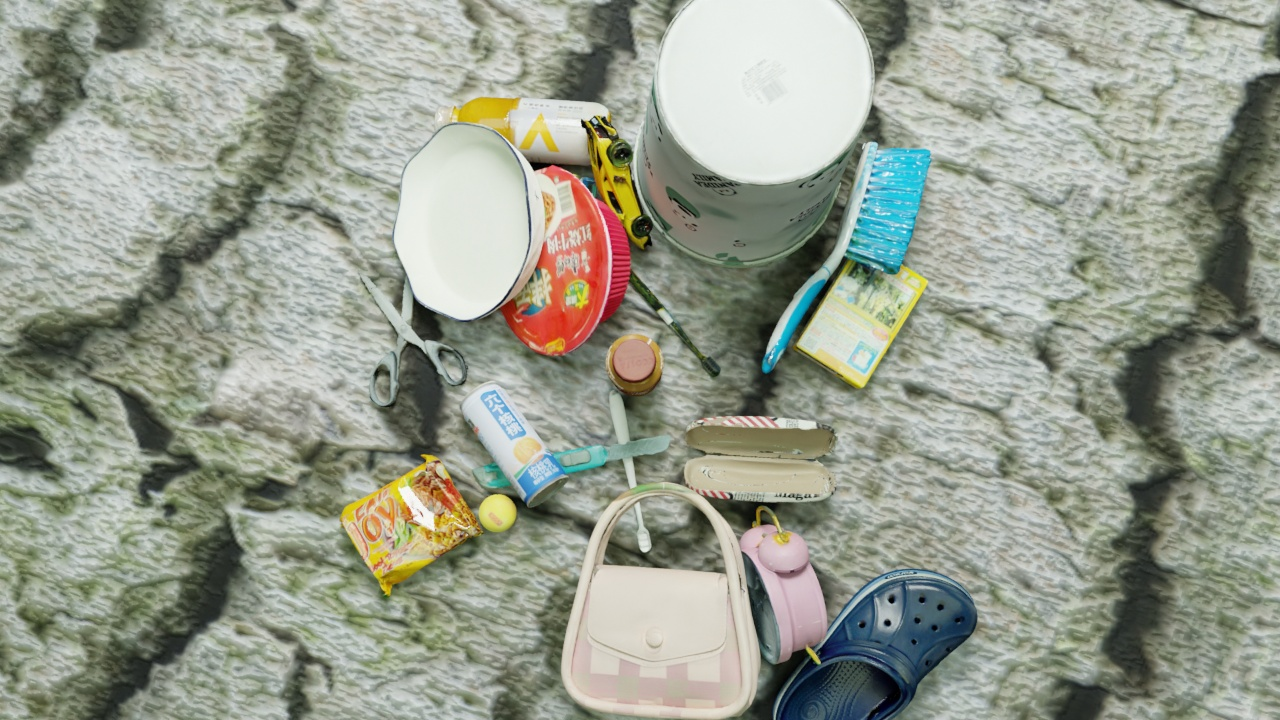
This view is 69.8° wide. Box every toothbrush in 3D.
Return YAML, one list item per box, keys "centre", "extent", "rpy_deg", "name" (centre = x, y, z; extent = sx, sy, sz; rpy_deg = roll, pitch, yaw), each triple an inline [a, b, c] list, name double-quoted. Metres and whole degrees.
- centre: [-0.012, 0.120, 1.001]
  extent: [0.016, 0.016, 0.180]
  rpy_deg: [-12, 86, 3]
  name: "toothbrush"
- centre: [0.025, -0.054, 1.012]
  extent: [0.012, 0.017, 0.186]
  rpy_deg: [-40, 86, -15]
  name: "toothbrush"

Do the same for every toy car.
- centre: [-0.023, -0.183, 0.963]
  extent: [0.041, 0.071, 0.156]
  rpy_deg: [-23, 125, -4]
  name: "toy car"

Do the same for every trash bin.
- centre: [0.103, -0.226, 0.877]
  extent: [0.229, 0.252, 0.229]
  rpy_deg: [0, 86, 2]
  name: "trash bin"

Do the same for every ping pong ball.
- centre: [-0.154, 0.165, 0.988]
  extent: [0.040, 0.040, 0.040]
  rpy_deg: [0, 86, 1]
  name: "ping pong ball"

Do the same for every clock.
- centre: [0.141, 0.228, 0.945]
  extent: [0.059, 0.117, 0.158]
  rpy_deg: [-13, 88, -11]
  name: "clock"

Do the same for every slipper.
- centre: [0.238, 0.314, 0.949]
  extent: [0.253, 0.095, 0.105]
  rpy_deg: [-42, 89, 1]
  name: "slipper"

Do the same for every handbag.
- centre: [0.023, 0.240, 0.935]
  extent: [0.193, 0.093, 0.234]
  rpy_deg: [0, 89, 13]
  name: "handbag"

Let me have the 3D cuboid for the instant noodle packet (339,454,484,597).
- centre: [-0.251, 0.176, 0.988]
  extent: [0.128, 0.044, 0.110]
  rpy_deg: [-33, 82, -1]
  name: "instant noodle packet"

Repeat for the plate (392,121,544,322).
- centre: [-0.178, -0.143, 0.961]
  extent: [0.205, 0.045, 0.205]
  rpy_deg: [3, 96, 36]
  name: "plate"

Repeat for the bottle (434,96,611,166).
- centre: [-0.128, -0.252, 1.002]
  extent: [0.189, 0.068, 0.068]
  rpy_deg: [4, 86, 1]
  name: "bottle"

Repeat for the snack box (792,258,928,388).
- centre: [0.239, -0.050, 1.002]
  extent: [0.087, 0.034, 0.140]
  rpy_deg: [32, 88, 3]
  name: "snack box"

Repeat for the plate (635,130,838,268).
- centre: [0.108, -0.218, 1.017]
  extent: [0.230, 0.027, 0.230]
  rpy_deg: [0, 86, 1]
  name: "plate"

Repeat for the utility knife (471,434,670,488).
- centre: [-0.075, 0.108, 0.998]
  extent: [0.222, 0.013, 0.029]
  rpy_deg: [-12, 83, 4]
  name: "utility knife"

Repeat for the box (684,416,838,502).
- centre: [0.128, 0.110, 0.971]
  extent: [0.162, 0.076, 0.087]
  rpy_deg: [2, 59, -1]
  name: "box"

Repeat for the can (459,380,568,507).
- centre: [-0.136, 0.088, 0.975]
  extent: [0.053, 0.053, 0.134]
  rpy_deg: [-38, 75, -2]
  name: "can"

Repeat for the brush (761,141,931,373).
- centre: [0.218, -0.106, 0.951]
  extent: [0.109, 0.061, 0.313]
  rpy_deg: [19, 66, 4]
  name: "brush"

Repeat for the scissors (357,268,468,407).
- centre: [-0.258, -0.030, 1.016]
  extent: [0.159, 0.014, 0.181]
  rpy_deg: [20, 86, 2]
  name: "scissors"

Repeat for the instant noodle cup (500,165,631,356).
- centre: [-0.076, -0.104, 0.957]
  extent: [0.065, 0.194, 0.194]
  rpy_deg: [-8, 85, -43]
  name: "instant noodle cup"

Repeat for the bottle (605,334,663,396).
- centre: [-0.006, 0.005, 0.929]
  extent: [0.057, 0.175, 0.057]
  rpy_deg: [0, 86, 1]
  name: "bottle"

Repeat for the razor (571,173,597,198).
- centre: [-0.116, -0.201, 1.023]
  extent: [0.143, 0.022, 0.043]
  rpy_deg: [13, 130, 5]
  name: "razor"
